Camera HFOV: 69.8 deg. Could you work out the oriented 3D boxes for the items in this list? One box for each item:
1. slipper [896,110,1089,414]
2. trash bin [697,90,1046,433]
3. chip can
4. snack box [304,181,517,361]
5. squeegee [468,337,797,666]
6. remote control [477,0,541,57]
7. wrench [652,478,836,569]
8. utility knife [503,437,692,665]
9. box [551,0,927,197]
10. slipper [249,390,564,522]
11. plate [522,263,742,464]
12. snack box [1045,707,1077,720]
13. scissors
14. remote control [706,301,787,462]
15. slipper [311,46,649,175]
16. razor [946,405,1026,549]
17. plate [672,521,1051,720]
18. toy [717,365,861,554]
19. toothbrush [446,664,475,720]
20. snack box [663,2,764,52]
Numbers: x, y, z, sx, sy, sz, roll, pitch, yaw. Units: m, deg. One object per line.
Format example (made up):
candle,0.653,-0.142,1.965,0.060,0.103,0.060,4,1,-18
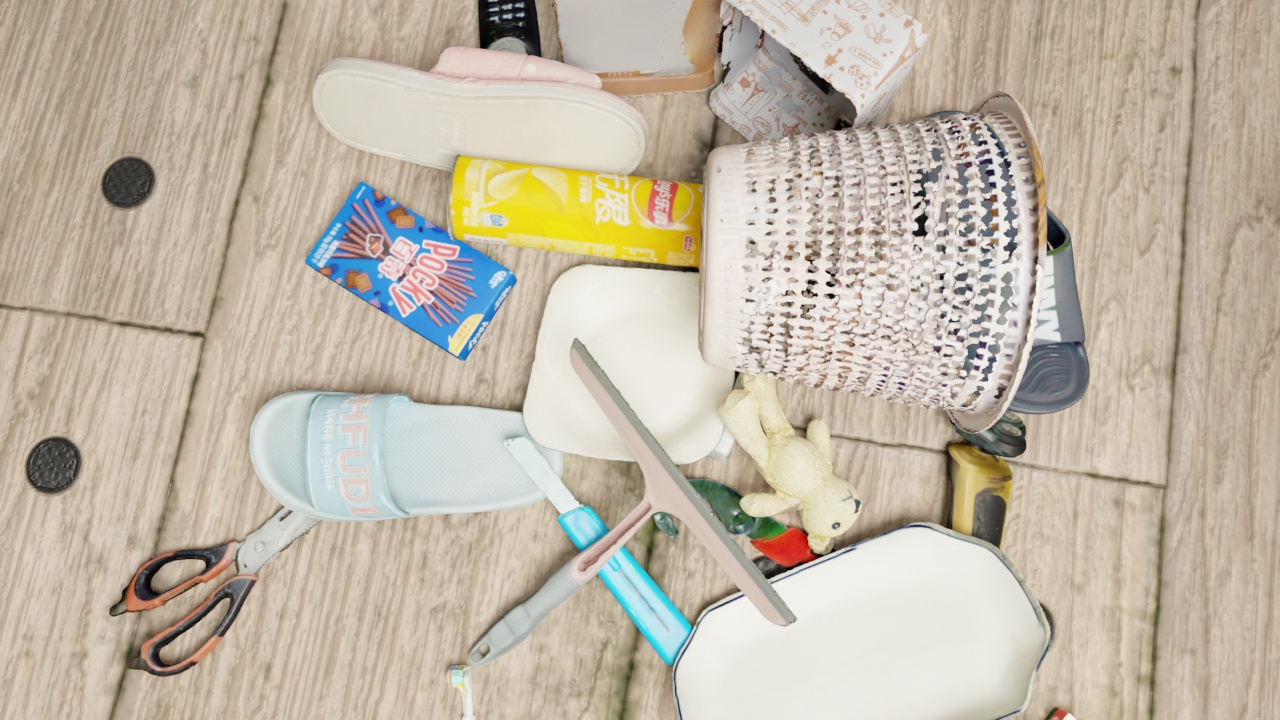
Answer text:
slipper,0.280,-0.086,0.730,0.111,0.083,0.268,-16,79,1
trash bin,0.138,-0.067,0.624,0.192,0.227,0.227,2,80,3
chip can,-0.045,-0.119,0.743,0.213,0.072,0.072,6,80,-1
snack box,-0.192,-0.075,0.769,0.157,0.026,0.084,31,82,6
squeegee,-0.046,0.155,0.687,0.250,0.040,0.247,-45,73,22
remote control,-0.114,-0.276,0.802,0.053,0.024,0.136,-5,81,-1
wrench,0.137,0.163,0.724,0.273,0.016,0.056,25,85,6
utility knife,-0.033,0.143,0.713,0.034,0.018,0.216,-39,92,-6
box,0.069,-0.238,0.712,0.274,0.179,0.125,18,80,4
slipper,-0.183,0.075,0.716,0.245,0.074,0.104,2,81,-3
plate,-0.004,0.004,0.733,0.164,0.034,0.163,6,70,13
snack box,0.296,0.346,0.682,0.077,0.027,0.155,42,84,9
scissors,-0.328,0.153,0.739,0.197,0.015,0.205,7,74,6
remote control,0.084,0.016,0.730,0.019,0.056,0.135,23,82,6
slipper,-0.128,-0.202,0.751,0.274,0.114,0.054,7,53,1
razor,0.262,0.119,0.707,0.062,0.068,0.167,8,87,-14
plate,0.153,0.217,0.660,0.266,0.034,0.161,-24,41,5
toy,0.115,0.073,0.695,0.157,0.066,0.104,53,56,-20
toothbrush,-0.132,0.332,0.703,0.020,0.029,0.189,1,79,-40
snack box,0.033,-0.296,0.785,0.207,0.057,0.058,-9,82,0
